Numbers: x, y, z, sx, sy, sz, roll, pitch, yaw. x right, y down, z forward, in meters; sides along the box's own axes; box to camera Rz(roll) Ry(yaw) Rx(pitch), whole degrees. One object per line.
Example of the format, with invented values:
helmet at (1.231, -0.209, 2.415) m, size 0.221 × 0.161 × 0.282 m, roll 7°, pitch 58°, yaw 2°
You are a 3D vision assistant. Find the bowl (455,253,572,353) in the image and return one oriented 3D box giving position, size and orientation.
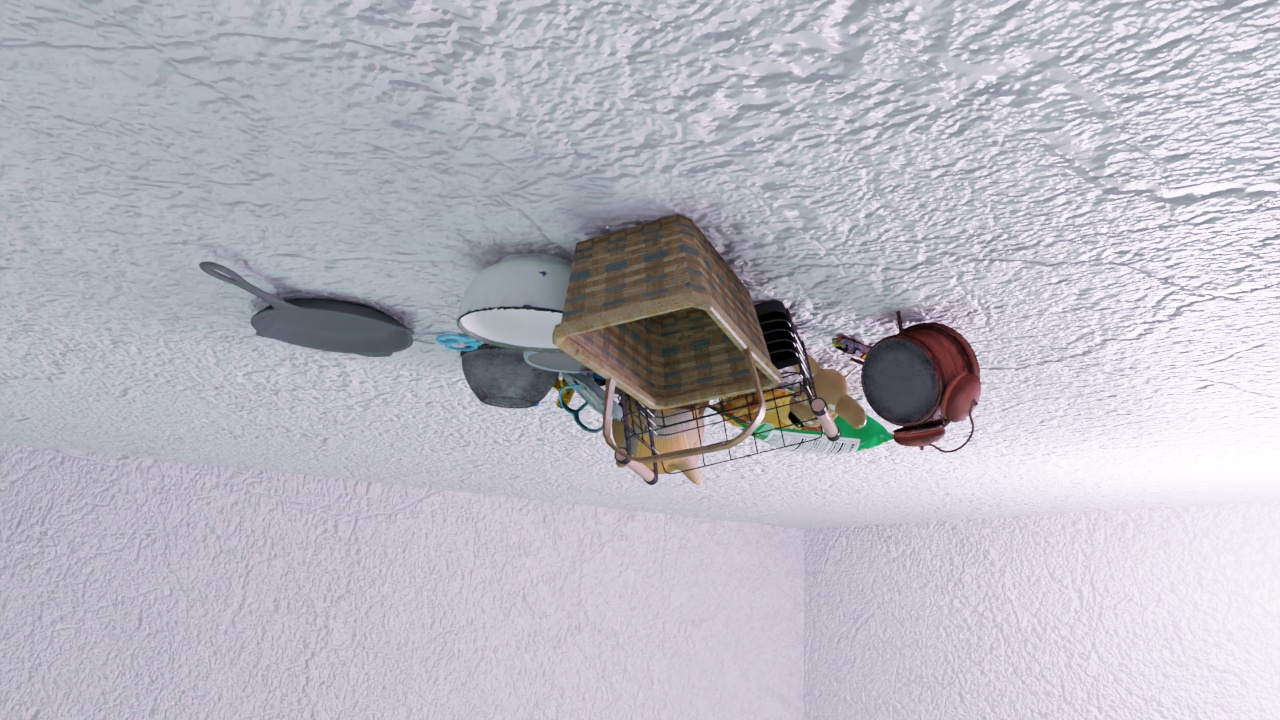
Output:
bowl at (-0.107, -0.061, 0.935) m, size 0.153 × 0.072 × 0.153 m, roll 3°, pitch 164°, yaw 1°

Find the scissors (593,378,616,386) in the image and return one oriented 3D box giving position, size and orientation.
scissors at (-0.036, 0.027, 1.299) m, size 0.129 × 0.019 × 0.137 m, roll 4°, pitch -175°, yaw 41°

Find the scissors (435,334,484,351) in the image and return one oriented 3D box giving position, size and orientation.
scissors at (-0.207, -0.030, 1.203) m, size 0.139 × 0.015 × 0.063 m, roll -11°, pitch 157°, yaw 24°

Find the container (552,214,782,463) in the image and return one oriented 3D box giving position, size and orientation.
container at (0.034, 0.000, 0.868) m, size 0.158 × 0.186 × 0.250 m, roll -12°, pitch 158°, yaw 20°

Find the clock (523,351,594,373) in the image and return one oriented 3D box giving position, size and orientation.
clock at (-0.088, -0.021, 1.136) m, size 0.122 × 0.045 × 0.159 m, roll 0°, pitch 166°, yaw 11°

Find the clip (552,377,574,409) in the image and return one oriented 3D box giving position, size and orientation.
clip at (-0.123, 0.041, 1.400) m, size 0.039 × 0.052 × 0.047 m, roll -5°, pitch 134°, yaw 33°

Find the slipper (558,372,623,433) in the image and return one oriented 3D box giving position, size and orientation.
slipper at (-0.080, 0.056, 1.276) m, size 0.098 × 0.054 × 0.269 m, roll 47°, pitch 172°, yaw -5°

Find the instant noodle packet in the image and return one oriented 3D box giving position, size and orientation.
instant noodle packet at (0.236, 0.089, 1.362) m, size 0.252 × 0.090 × 0.195 m, roll 7°, pitch -176°, yaw -13°

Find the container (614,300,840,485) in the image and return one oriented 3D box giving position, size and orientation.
container at (0.093, 0.045, 1.068) m, size 0.242 × 0.130 × 0.163 m, roll -16°, pitch 154°, yaw 15°

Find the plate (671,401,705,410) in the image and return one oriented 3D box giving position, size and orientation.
plate at (0.046, 0.012, 1.182) m, size 0.131 × 0.025 × 0.131 m, roll 0°, pitch 134°, yaw 0°

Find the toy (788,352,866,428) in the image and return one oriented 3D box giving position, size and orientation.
toy at (0.245, 0.045, 1.225) m, size 0.106 × 0.134 × 0.108 m, roll -47°, pitch 166°, yaw 16°

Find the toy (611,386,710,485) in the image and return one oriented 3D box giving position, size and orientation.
toy at (0.034, 0.079, 1.336) m, size 0.162 × 0.198 × 0.204 m, roll -36°, pitch 162°, yaw -17°

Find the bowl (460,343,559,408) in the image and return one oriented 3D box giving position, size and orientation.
bowl at (-0.184, 0.028, 1.296) m, size 0.145 × 0.067 × 0.145 m, roll 3°, pitch 165°, yaw 1°

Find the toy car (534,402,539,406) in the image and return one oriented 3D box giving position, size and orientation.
toy car at (-0.171, 0.035, 1.435) m, size 0.033 × 0.061 × 0.092 m, roll 7°, pitch 135°, yaw -13°

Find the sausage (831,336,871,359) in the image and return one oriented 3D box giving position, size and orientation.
sausage at (0.289, -0.008, 1.161) m, size 0.020 × 0.020 × 0.155 m, roll -11°, pitch 160°, yaw 44°

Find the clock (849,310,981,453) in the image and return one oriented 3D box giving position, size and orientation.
clock at (0.317, 0.030, 1.027) m, size 0.072 × 0.157 × 0.121 m, roll -10°, pitch 149°, yaw -40°

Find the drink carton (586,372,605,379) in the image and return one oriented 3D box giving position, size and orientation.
drink carton at (-0.007, 0.007, 1.232) m, size 0.129 × 0.044 × 0.039 m, roll 6°, pitch 165°, yaw -3°

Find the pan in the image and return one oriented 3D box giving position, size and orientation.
pan at (-0.398, -0.060, 1.089) m, size 0.217 × 0.024 × 0.354 m, roll -1°, pitch 165°, yaw 14°
